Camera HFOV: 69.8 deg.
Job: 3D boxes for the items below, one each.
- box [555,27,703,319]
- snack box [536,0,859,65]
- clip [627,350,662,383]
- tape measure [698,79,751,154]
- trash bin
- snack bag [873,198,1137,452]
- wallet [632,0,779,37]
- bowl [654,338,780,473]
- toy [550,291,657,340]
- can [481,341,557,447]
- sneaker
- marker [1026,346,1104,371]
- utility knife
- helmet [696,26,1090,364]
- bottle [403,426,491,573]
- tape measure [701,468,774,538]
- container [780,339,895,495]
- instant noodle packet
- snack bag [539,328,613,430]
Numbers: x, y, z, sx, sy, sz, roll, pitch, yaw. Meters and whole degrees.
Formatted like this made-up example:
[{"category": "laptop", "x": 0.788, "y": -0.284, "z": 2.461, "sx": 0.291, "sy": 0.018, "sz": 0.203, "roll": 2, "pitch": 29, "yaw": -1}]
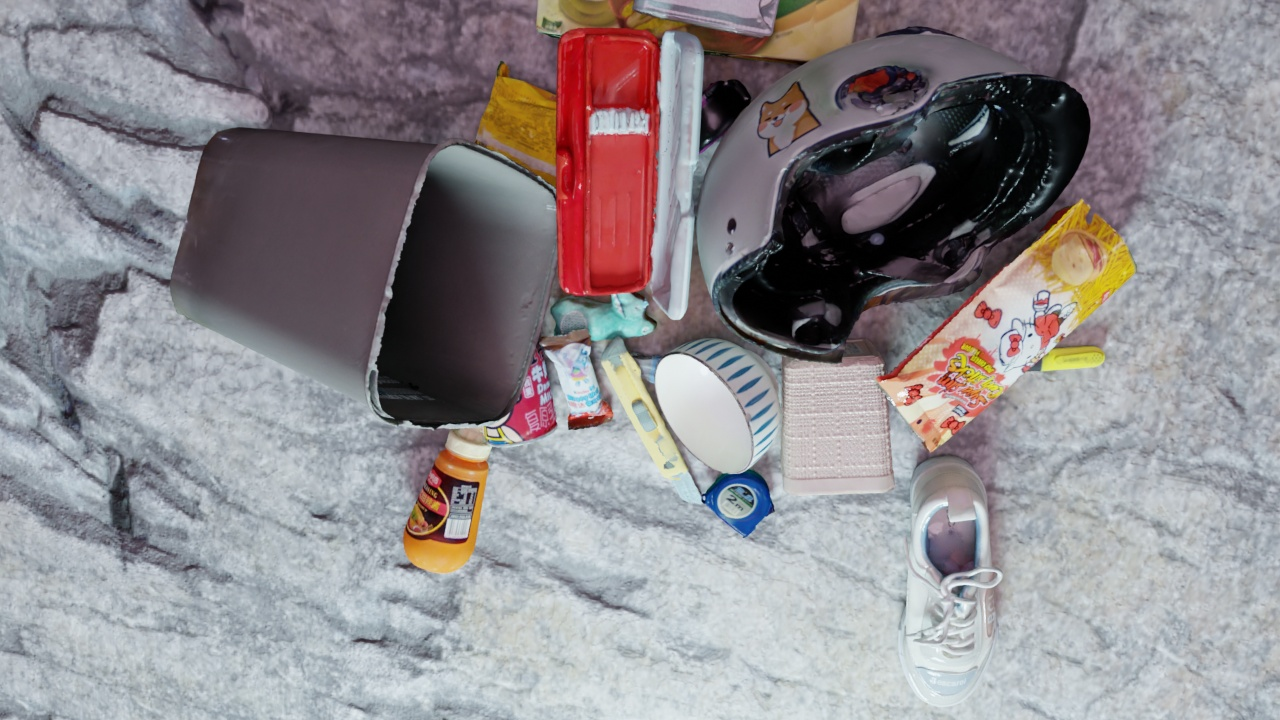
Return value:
[{"category": "box", "x": -0.011, "y": -0.133, "z": 0.665, "sx": 0.094, "sy": 0.100, "sz": 0.201, "roll": -4, "pitch": 114, "yaw": -14}, {"category": "snack box", "x": 0.045, "y": -0.291, "z": 0.690, "sx": 0.240, "sy": 0.063, "sz": 0.114, "roll": 8, "pitch": 105, "yaw": 4}, {"category": "clip", "x": -0.005, "y": 0.004, "z": 0.808, "sx": 0.058, "sy": 0.037, "sz": 0.026, "roll": 11, "pitch": 113, "yaw": 1}, {"category": "tape measure", "x": 0.053, "y": -0.193, "z": 0.722, "sx": 0.058, "sy": 0.057, "sz": 0.039, "roll": -41, "pitch": 97, "yaw": -8}, {"category": "trash bin", "x": -0.207, "y": -0.070, "z": 0.693, "sx": 0.220, "sy": 0.198, "sz": 0.198, "roll": 15, "pitch": 92, "yaw": 22}, {"category": "snack bag", "x": 0.282, "y": -0.023, "z": 0.720, "sx": 0.208, "sy": 0.073, "sz": 0.128, "roll": -45, "pitch": 137, "yaw": 4}, {"category": "wallet", "x": 0.058, "y": -0.299, "z": 0.635, "sx": 0.106, "sy": 0.037, "sz": 0.130, "roll": 13, "pitch": 106, "yaw": 4}, {"category": "bowl", "x": 0.073, "y": 0.030, "z": 0.770, "sx": 0.066, "sy": 0.117, "sz": 0.116, "roll": -32, "pitch": 104, "yaw": -29}, {"category": "toy", "x": -0.033, "y": -0.041, "z": 0.788, "sx": 0.092, "sy": 0.030, "sz": 0.097, "roll": -4, "pitch": 127, "yaw": 5}, {"category": "can", "x": -0.113, "y": 0.021, "z": 0.799, "sx": 0.066, "sy": 0.066, "sz": 0.094, "roll": -8, "pitch": 105, "yaw": 9}, {"category": "sneaker", "x": 0.274, "y": 0.209, "z": 0.799, "sx": 0.089, "sy": 0.090, "sz": 0.242, "roll": -3, "pitch": 107, "yaw": 8}, {"category": "marker", "x": 0.323, "y": 0.001, "z": 0.771, "sx": 0.124, "sy": 0.015, "sz": 0.018, "roll": -4, "pitch": 100, "yaw": 9}, {"category": "utility knife", "x": 0.011, "y": 0.058, "z": 0.818, "sx": 0.031, "sy": 0.019, "sz": 0.183, "roll": -19, "pitch": 118, "yaw": 21}, {"category": "helmet", "x": 0.156, "y": -0.135, "z": 0.667, "sx": 0.274, "sy": 0.230, "sz": 0.156, "roll": -36, "pitch": 56, "yaw": 13}, {"category": "bottle", "x": -0.170, "y": 0.118, "z": 0.840, "sx": 0.067, "sy": 0.066, "sz": 0.149, "roll": 19, "pitch": 101, "yaw": 1}, {"category": "tape measure", "x": 0.091, "y": 0.124, "z": 0.829, "sx": 0.058, "sy": 0.025, "sz": 0.054, "roll": 39, "pitch": 105, "yaw": -10}, {"category": "container", "x": 0.161, "y": 0.044, "z": 0.765, "sx": 0.090, "sy": 0.090, "sz": 0.111, "roll": -3, "pitch": 103, "yaw": 7}, {"category": "instant noodle packet", "x": -0.081, "y": -0.167, "z": 0.752, "sx": 0.128, "sy": 0.044, "sz": 0.111, "roll": 26, "pitch": 109, "yaw": 1}, {"category": "snack bag", "x": -0.054, "y": 0.017, "z": 0.802, "sx": 0.045, "sy": 0.026, "sz": 0.105, "roll": -8, "pitch": 126, "yaw": 11}]
